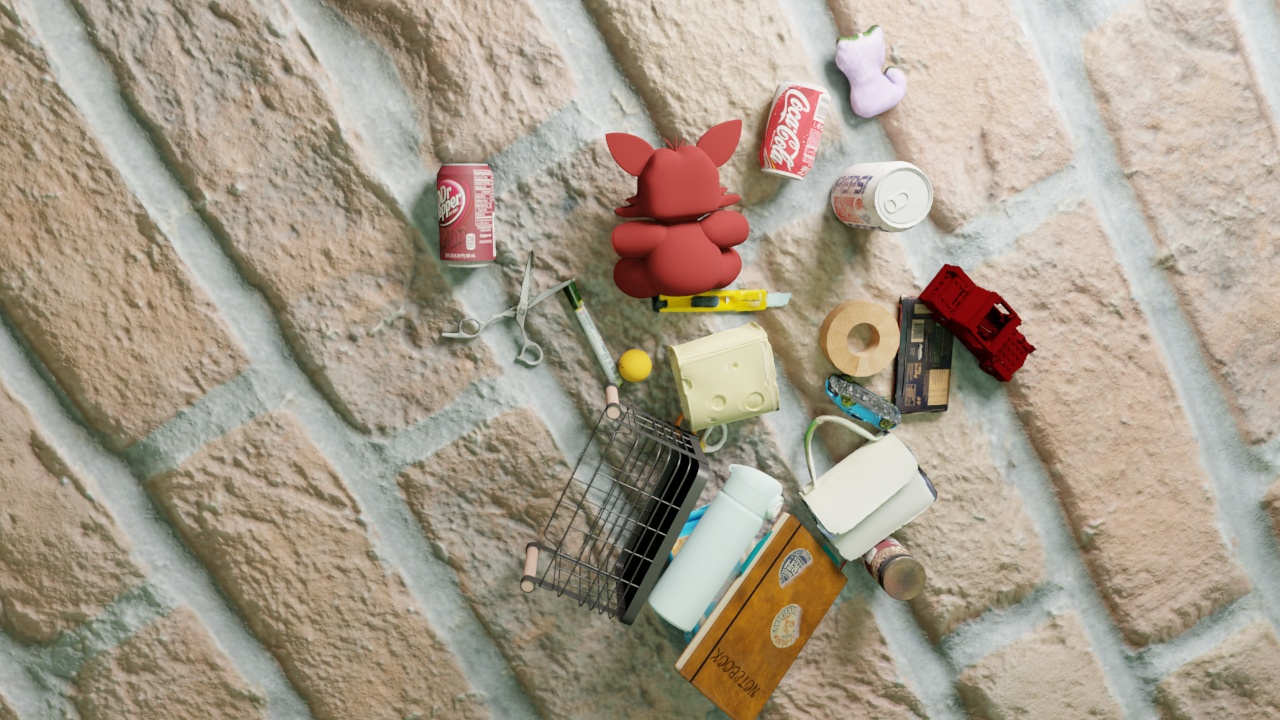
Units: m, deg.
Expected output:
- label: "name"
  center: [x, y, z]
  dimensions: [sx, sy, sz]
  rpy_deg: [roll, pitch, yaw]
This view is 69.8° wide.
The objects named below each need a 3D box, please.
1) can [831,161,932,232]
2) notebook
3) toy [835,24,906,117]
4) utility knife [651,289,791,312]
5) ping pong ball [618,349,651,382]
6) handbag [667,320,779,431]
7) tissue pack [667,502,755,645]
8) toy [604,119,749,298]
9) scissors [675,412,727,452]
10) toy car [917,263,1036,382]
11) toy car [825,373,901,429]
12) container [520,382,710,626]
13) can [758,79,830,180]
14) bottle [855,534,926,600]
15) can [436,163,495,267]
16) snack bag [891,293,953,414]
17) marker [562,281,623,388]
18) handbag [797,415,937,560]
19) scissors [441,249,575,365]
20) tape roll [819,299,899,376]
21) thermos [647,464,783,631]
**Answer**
- label: "can"
  center: [0.277, -0.189, 1.059]
  dimensions: [0.078, 0.136, 0.078]
  rpy_deg: [-1, 101, -7]
- label: "notebook"
  center: [0.156, 0.313, 1.136]
  dimensions: [0.248, 0.014, 0.178]
  rpy_deg: [-51, 123, -15]
- label: "toy"
  center: [0.273, -0.341, 1.081]
  dimensions: [0.080, 0.036, 0.100]
  rpy_deg: [-24, 108, -12]
- label: "utility knife"
  center: [0.099, -0.075, 1.125]
  dimensions: [0.175, 0.017, 0.030]
  rpy_deg: [-3, 111, -9]
- label: "ping pong ball"
  center: [-0.007, 0.007, 1.114]
  dimensions: [0.040, 0.040, 0.040]
  rpy_deg: [-1, 101, -7]
- label: "handbag"
  center: [0.103, 0.020, 1.109]
  dimensions: [0.119, 0.081, 0.111]
  rpy_deg: [-16, 105, -6]
- label: "tissue pack"
  center: [0.097, 0.275, 1.169]
  dimensions: [0.117, 0.066, 0.209]
  rpy_deg: [-15, 101, -5]
- label: "toy"
  center: [0.043, -0.167, 1.047]
  dimensions: [0.158, 0.120, 0.197]
  rpy_deg: [-6, 112, -3]
- label: "scissors"
  center: [0.068, 0.125, 1.162]
  dimensions: [0.073, 0.012, 0.131]
  rpy_deg: [16, 98, -8]
- label: "toy car"
  center: [0.425, -0.043, 1.132]
  dimensions: [0.170, 0.062, 0.070]
  rpy_deg: [41, 87, -20]
- label: "toy car"
  center: [0.277, 0.055, 1.152]
  dimensions: [0.105, 0.048, 0.032]
  rpy_deg: [27, 125, -7]
- label: "container"
  center: [-0.031, 0.168, 1.076]
  dimensions: [0.130, 0.162, 0.241]
  rpy_deg: [25, 100, -8]
- label: "can"
  center: [0.178, -0.267, 1.069]
  dimensions: [0.064, 0.064, 0.105]
  rpy_deg: [13, 99, -9]
- label: "bottle"
  center: [0.316, 0.258, 1.169]
  dimensions: [0.056, 0.105, 0.056]
  rpy_deg: [-1, 101, -7]
- label: "can"
  center: [-0.198, -0.166, 1.046]
  dimensions: [0.063, 0.063, 0.114]
  rpy_deg: [-1, 101, -7]
- label: "snack bag"
  center: [0.360, -0.007, 1.165]
  dimensions: [0.074, 0.018, 0.155]
  rpy_deg: [0, 102, -7]
- label: "marker"
  center: [-0.058, -0.031, 1.113]
  dimensions: [0.017, 0.017, 0.146]
  rpy_deg: [-26, 103, -1]
- label: "handbag"
  center: [0.270, 0.146, 1.158]
  dimensions: [0.151, 0.074, 0.176]
  rpy_deg: [-35, 102, 1]
- label: "scissors"
  center: [-0.157, -0.057, 1.092]
  dimensions: [0.171, 0.014, 0.142]
  rpy_deg: [-9, 111, 0]
- label: "tape roll"
  center: [0.274, -0.028, 1.146]
  dimensions: [0.094, 0.027, 0.094]
  rpy_deg: [-1, 101, -6]
- label: "thermos"
  center: [0.091, 0.220, 1.095]
  dimensions: [0.078, 0.065, 0.207]
  rpy_deg: [33, 88, 32]
